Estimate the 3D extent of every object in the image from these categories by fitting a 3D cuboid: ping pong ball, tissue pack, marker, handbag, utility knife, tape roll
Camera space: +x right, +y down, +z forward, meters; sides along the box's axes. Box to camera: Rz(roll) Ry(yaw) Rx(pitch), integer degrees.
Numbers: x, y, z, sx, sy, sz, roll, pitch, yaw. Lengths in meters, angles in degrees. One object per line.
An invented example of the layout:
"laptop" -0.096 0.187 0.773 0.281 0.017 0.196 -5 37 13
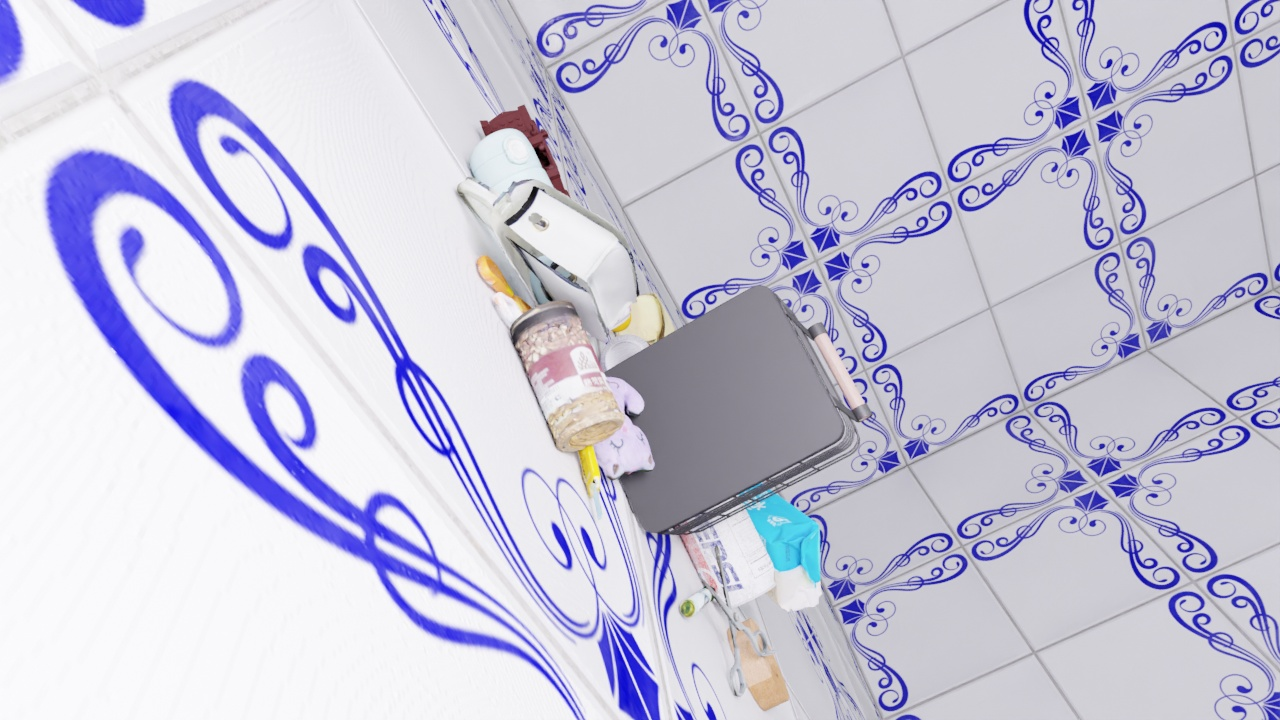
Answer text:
"ping pong ball" -0.032 -0.059 1.265 0.040 0.040 0.040 61 7 -13
"tissue pack" 0.134 0.201 1.099 0.209 0.066 0.117 33 -39 49
"marker" 0.056 0.233 0.888 0.017 0.017 0.146 64 7 13
"handbag" 0.016 -0.023 1.356 0.119 0.081 0.111 56 17 -56
"utility knife" -0.047 0.061 0.745 0.175 0.017 0.031 -112 -159 -46
"handbag" -0.092 -0.093 0.779 0.176 0.074 0.151 35 -11 12
"tape roll" 0.129 0.331 1.002 0.094 0.027 0.094 61 7 -13

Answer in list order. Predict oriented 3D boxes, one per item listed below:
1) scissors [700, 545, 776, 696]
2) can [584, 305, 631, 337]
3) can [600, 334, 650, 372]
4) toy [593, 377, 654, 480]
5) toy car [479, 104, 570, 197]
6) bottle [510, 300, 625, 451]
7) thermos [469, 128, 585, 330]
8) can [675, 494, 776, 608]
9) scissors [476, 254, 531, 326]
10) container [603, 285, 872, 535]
"scissors" 0.099 0.264 0.918 0.171 0.014 0.141 38 43 -51
"can" -0.059 -0.085 1.050 0.105 0.064 0.064 61 7 -14
"can" -0.007 0.006 1.100 0.063 0.063 0.114 64 7 10
"toy" -0.021 0.057 0.818 0.080 0.037 0.099 -7 62 -44
"toy car" -0.125 -0.211 1.015 0.062 0.070 0.169 80 -14 -71
"bottle" -0.057 0.012 0.711 0.105 0.056 0.056 65 7 19
"thermos" -0.098 -0.125 0.900 0.207 0.065 0.078 63 -27 1
"can" 0.090 0.199 1.013 0.136 0.078 0.078 64 7 10
"scissors" -0.100 -0.040 0.774 0.073 0.012 0.131 64 6 24
"container" 0.083 0.055 0.889 0.162 0.242 0.130 65 15 19
